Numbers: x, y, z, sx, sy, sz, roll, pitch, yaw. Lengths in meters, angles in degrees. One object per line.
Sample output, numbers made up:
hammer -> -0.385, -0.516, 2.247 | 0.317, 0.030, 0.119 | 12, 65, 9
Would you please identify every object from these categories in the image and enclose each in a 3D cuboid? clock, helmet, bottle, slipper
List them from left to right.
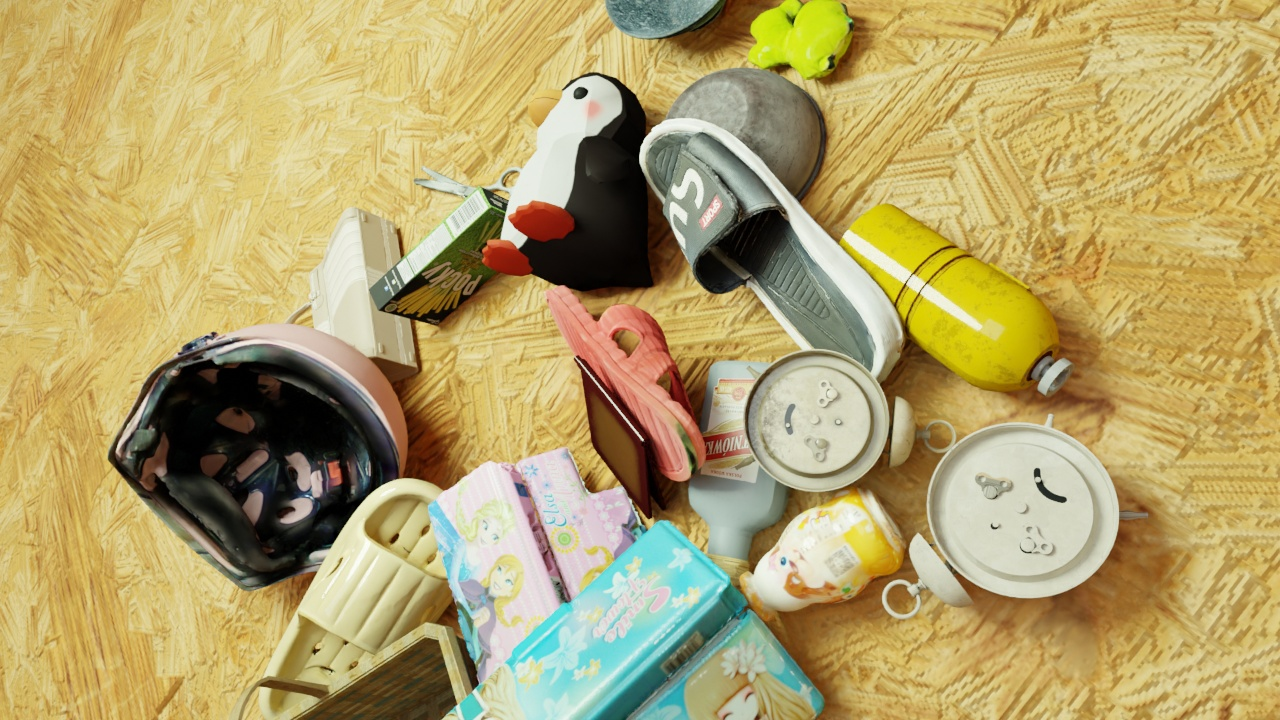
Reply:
helmet -> -0.316, 0.070, 0.826 | 0.256, 0.230, 0.152 | -40, 13, 22
slipper -> -0.231, 0.224, 0.763 | 0.262, 0.111, 0.079 | -55, 17, 9
slipper -> -0.004, 0.004, 0.703 | 0.059, 0.103, 0.249 | -30, 35, -11
bottle -> 0.073, 0.083, 0.667 | 0.072, 0.046, 0.161 | 3, 76, 32
slipper -> 0.076, -0.077, 0.662 | 0.063, 0.111, 0.264 | -33, 70, -26
bottle -> 0.119, 0.132, 0.610 | 0.109, 0.063, 0.063 | -34, 59, 14
clock -> 0.136, 0.044, 0.612 | 0.141, 0.054, 0.093 | 5, 80, 14
bottle -> 0.210, -0.036, 0.610 | 0.071, 0.071, 0.164 | -51, 56, 7
clock -> 0.216, 0.108, 0.565 | 0.157, 0.061, 0.103 | -38, 60, 6

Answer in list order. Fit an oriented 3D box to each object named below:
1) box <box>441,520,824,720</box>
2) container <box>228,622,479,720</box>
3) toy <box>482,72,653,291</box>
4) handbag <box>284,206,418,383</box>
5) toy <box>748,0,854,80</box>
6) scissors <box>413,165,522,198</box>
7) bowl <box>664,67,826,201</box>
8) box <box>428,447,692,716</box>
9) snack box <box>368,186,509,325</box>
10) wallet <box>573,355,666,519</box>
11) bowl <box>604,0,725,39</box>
box -> -0.018, 0.226, 0.573 | 0.227, 0.085, 0.170 | -41, 65, -10
container -> -0.217, 0.312, 0.681 | 0.250, 0.186, 0.157 | -34, 59, 17
toy -> -0.040, -0.158, 0.788 | 0.159, 0.140, 0.183 | -33, 43, 56
handbag -> -0.325, -0.030, 0.953 | 0.198, 0.062, 0.175 | -31, 60, 29
toy -> 0.133, -0.267, 0.757 | 0.094, 0.036, 0.094 | -13, 61, 33
scissors -> -0.174, -0.158, 0.918 | 0.162, 0.014, 0.117 | -6, 71, 27
bowl -> 0.070, -0.181, 0.745 | 0.145, 0.067, 0.144 | -11, 69, 28
box -> -0.062, 0.173, 0.682 | 0.160, 0.063, 0.230 | -25, 61, -1
snack box -> -0.170, -0.093, 0.847 | 0.148, 0.080, 0.025 | -38, 66, 19
wallet -> -0.015, 0.059, 0.691 | 0.018, 0.116, 0.091 | -30, 56, -15
bowl -> 0.040, -0.334, 0.821 | 0.137, 0.057, 0.137 | -11, 68, 28
